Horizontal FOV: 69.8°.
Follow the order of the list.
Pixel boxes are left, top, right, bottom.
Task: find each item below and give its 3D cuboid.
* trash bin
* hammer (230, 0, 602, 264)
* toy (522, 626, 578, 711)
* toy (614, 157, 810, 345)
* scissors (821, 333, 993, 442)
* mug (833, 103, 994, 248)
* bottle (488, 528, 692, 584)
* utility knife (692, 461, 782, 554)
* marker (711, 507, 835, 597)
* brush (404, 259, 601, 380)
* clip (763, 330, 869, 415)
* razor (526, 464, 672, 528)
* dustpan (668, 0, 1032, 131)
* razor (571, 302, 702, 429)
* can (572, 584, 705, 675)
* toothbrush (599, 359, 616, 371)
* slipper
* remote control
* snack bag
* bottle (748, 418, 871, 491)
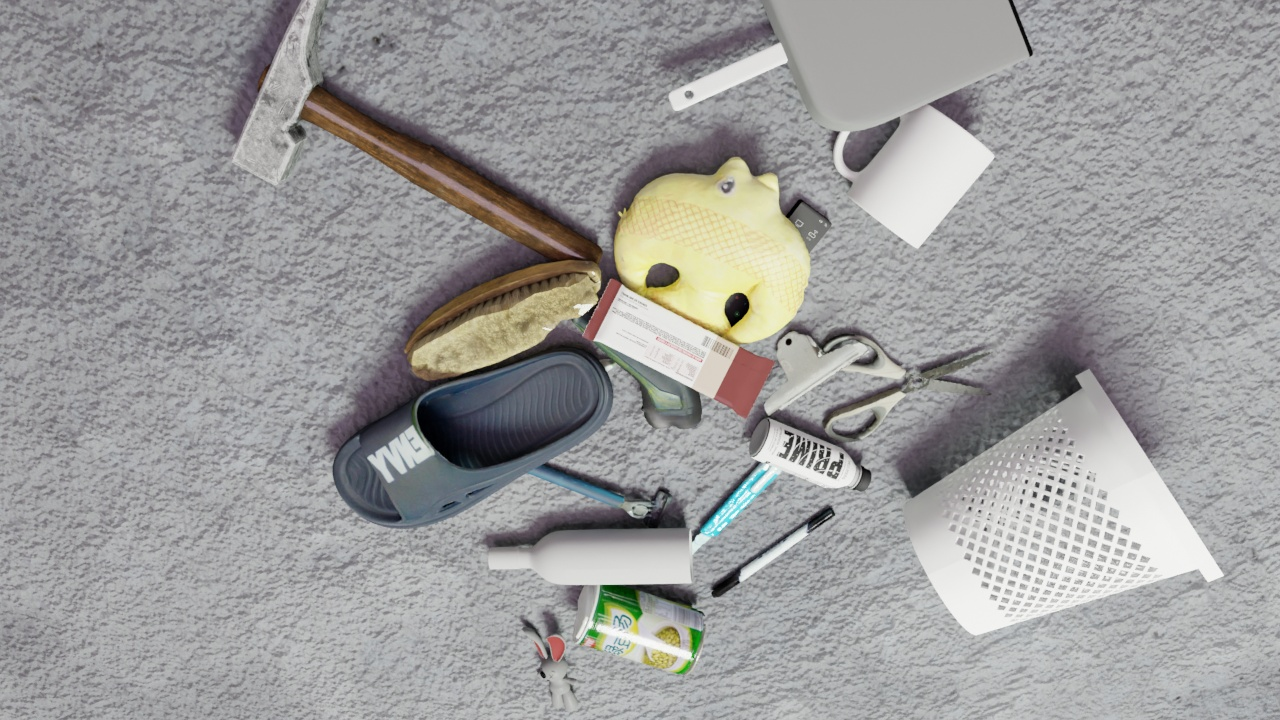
[{"bbox_3d":[0.358,0.141,0.815,0.200,0.195,0.195,-33,110,22],"label":"trash bin"},{"bbox_3d":[-0.145,-0.182,0.736,0.300,0.037,0.218,29,109,-14],"label":"hammer"},{"bbox_3d":[-0.090,0.320,0.954,0.049,0.030,0.112,2,119,29],"label":"toy"},{"bbox_3d":[0.061,-0.092,0.760,0.170,0.064,0.155,26,121,2],"label":"toy"},{"bbox_3d":[0.233,0.023,0.844,0.157,0.012,0.166,33,109,-15],"label":"scissors"},{"bbox_3d":[0.210,-0.160,0.740,0.110,0.073,0.091,41,108,10],"label":"mug"},{"bbox_3d":[-0.049,0.189,0.884,0.195,0.052,0.052,-2,113,6],"label":"bottle"},{"bbox_3d":[0.072,0.159,0.896,0.022,0.015,0.179,39,106,-15],"label":"utility knife"},{"bbox_3d":[0.131,0.193,0.915,0.152,0.011,0.011,-39,109,14],"label":"marker"},{"bbox_3d":[-0.119,-0.034,0.781,0.196,0.043,0.059,-22,130,18],"label":"brush"},{"bbox_3d":[0.149,0.006,0.821,0.102,0.052,0.058,-37,127,25],"label":"clip"},{"bbox_3d":[-0.043,0.125,0.877,0.144,0.022,0.042,20,110,-9],"label":"razor"},{"bbox_3d":[0.141,-0.251,0.695,0.257,0.033,0.163,-24,95,3],"label":"dustpan"},{"bbox_3d":[-0.005,0.005,0.810,0.151,0.054,0.067,39,98,-11],"label":"razor"},{"bbox_3d":[-0.003,0.264,0.912,0.121,0.067,0.067,20,111,-10],"label":"can"},{"bbox_3d":[-0.107,0.040,0.843,0.189,0.016,0.017,-24,123,9],"label":"toothbrush"},{"bbox_3d":[-0.152,0.069,0.798,0.268,0.083,0.110,-24,83,6],"label":"slipper"},{"bbox_3d":[0.106,-0.070,0.800,0.034,0.013,0.150,33,109,-14],"label":"remote control"},{"bbox_3d":[0.033,-0.009,0.780,0.158,0.013,0.057,26,89,-5],"label":"snack bag"},{"bbox_3d":[0.161,0.092,0.857,0.116,0.041,0.041,23,111,-11],"label":"bottle"}]
